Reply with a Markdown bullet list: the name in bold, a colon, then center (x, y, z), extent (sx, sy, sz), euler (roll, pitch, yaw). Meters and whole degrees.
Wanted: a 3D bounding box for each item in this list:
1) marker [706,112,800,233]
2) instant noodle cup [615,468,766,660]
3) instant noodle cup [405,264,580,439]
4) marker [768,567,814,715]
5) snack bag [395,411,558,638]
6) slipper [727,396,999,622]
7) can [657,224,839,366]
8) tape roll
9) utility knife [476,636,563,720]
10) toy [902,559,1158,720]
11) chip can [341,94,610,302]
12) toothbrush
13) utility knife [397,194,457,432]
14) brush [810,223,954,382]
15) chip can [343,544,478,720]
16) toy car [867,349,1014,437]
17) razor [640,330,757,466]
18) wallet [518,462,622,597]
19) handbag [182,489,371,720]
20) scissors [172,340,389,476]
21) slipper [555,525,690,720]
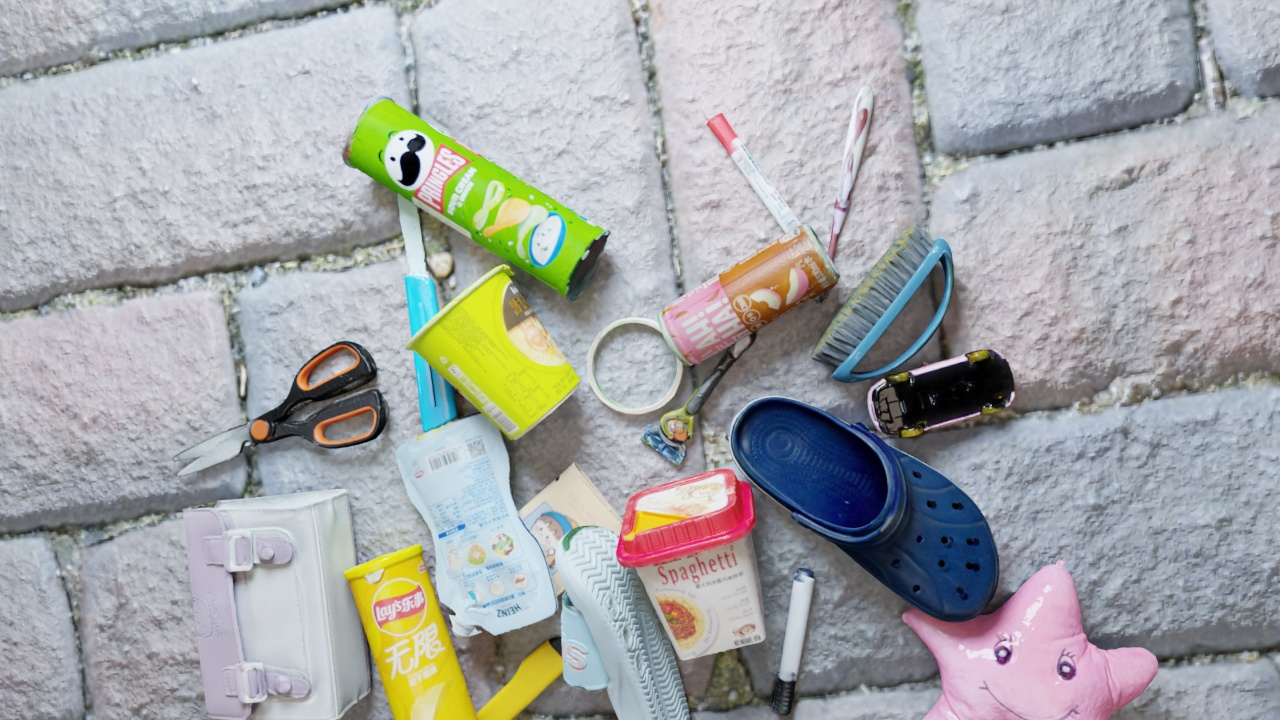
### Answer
- **marker**: center (0.105, -0.149, 0.787), extent (0.017, 0.017, 0.145), euler (-35, 88, 8)
- **instant noodle cup**: center (0.051, 0.172, 0.769), extent (0.116, 0.116, 0.124), euler (-17, 102, 9)
- **instant noodle cup**: center (-0.118, -0.001, 0.789), extent (0.112, 0.111, 0.123), euler (-40, 95, 8)
- **marker**: center (0.132, 0.246, 0.803), extent (0.023, 0.018, 0.131), euler (9, 95, 17)
- **snack bag**: center (-0.147, 0.149, 0.815), extent (0.110, 0.039, 0.191), euler (-22, 81, 8)
- **slipper**: center (0.185, 0.110, 0.744), extent (0.253, 0.095, 0.105), euler (35, 87, 10)
- **can**: center (0.089, -0.053, 0.765), extent (0.147, 0.057, 0.058), euler (-31, 88, 16)
- **tape roll**: center (-0.005, 0.005, 0.812), extent (0.086, 0.014, 0.086), euler (0, 93, 8)
- **utility knife**: center (-0.116, 0.307, 0.845), extent (0.156, 0.015, 0.033), euler (-44, 80, 9)
- **toy**: center (0.310, 0.246, 0.748), extent (0.195, 0.074, 0.178), euler (15, 80, 19)
- **chip can**: center (-0.141, -0.141, 0.797), extent (0.236, 0.072, 0.072), euler (32, 97, 5)
- **toothbrush**: center (0.172, -0.139, 0.776), extent (0.016, 0.017, 0.187), euler (13, 95, 11)
- **utility knife**: center (-0.199, -0.048, 0.838), extent (0.034, 0.018, 0.225), euler (-9, 90, 9)
- **brush**: center (0.208, -0.039, 0.757), extent (0.073, 0.055, 0.144), euler (37, 97, 6)
- **chip can**: center (-0.197, 0.276, 0.820), extent (0.072, 0.072, 0.213), euler (-21, 86, 9)
- **toy car**: center (0.250, 0.028, 0.766), extent (0.122, 0.037, 0.056), euler (-15, 94, -3)
- **razor**: center (0.057, 0.027, 0.801), extent (0.042, 0.022, 0.143), euler (37, 97, 3)
- **wallet**: center (-0.074, 0.161, 0.828), extent (0.115, 0.024, 0.087), euler (-41, 82, 8)
- **handbag**: center (-0.336, 0.223, 0.837), extent (0.145, 0.098, 0.197), euler (-6, 92, 14)
- **scissors**: center (-0.346, 0.047, 0.866), extent (0.235, 0.021, 0.152), euler (1, 86, 12)
- **slipper**: center (-0.021, 0.254, 0.786), extent (0.074, 0.103, 0.245), euler (-15, 101, 21)
